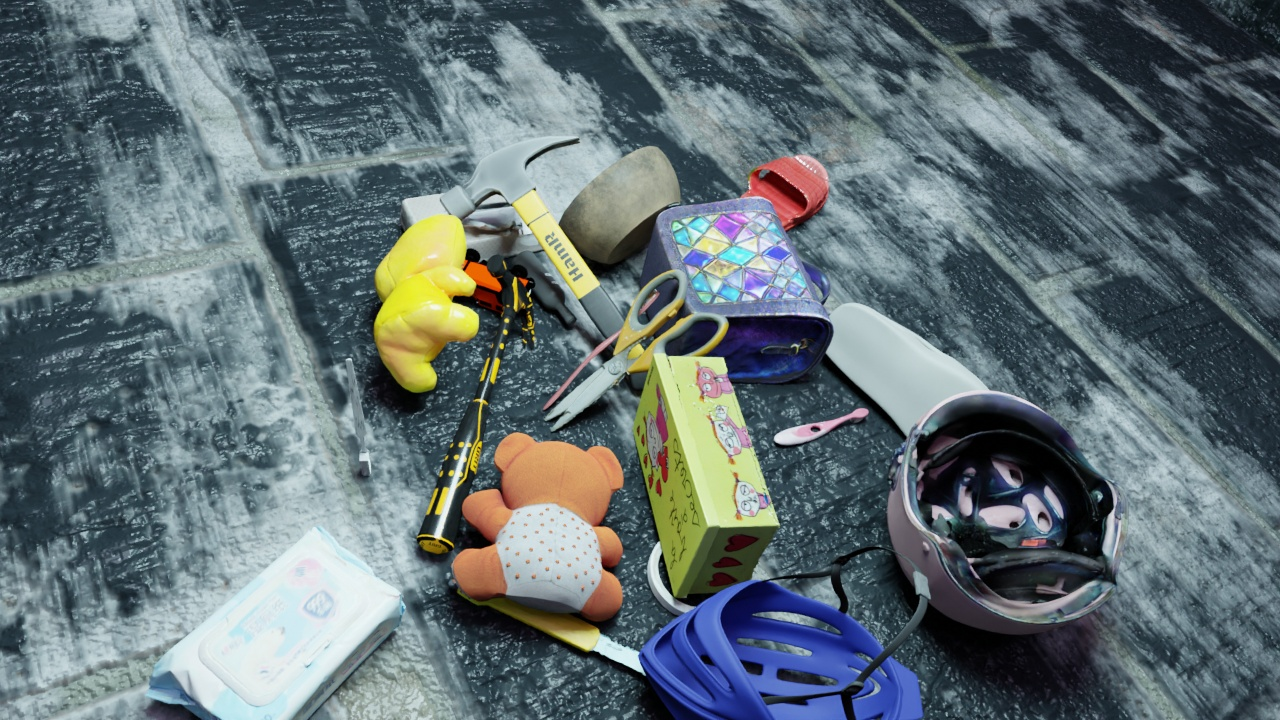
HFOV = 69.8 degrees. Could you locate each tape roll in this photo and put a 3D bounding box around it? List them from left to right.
[{"bbox_3d":[0.053,0.212,0.909,0.093,0.013,0.092,9,48,-10],"label":"tape roll"}]

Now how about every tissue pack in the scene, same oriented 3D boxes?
[{"bbox_3d":[-0.291,0.231,0.748,0.112,0.070,0.181,35,50,12],"label":"tissue pack"},{"bbox_3d":[-0.191,-0.170,1.128,0.181,0.071,0.104,-12,54,-30],"label":"tissue pack"}]

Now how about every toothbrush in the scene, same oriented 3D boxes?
[{"bbox_3d":[-0.256,0.056,0.833,0.010,0.182,0.010,-3,54,-13],"label":"toothbrush"},{"bbox_3d":[-0.046,-0.014,1.015,0.015,0.015,0.184,45,82,-14],"label":"toothbrush"},{"bbox_3d":[0.211,0.078,1.073,0.134,0.016,0.021,-14,56,-24],"label":"toothbrush"}]

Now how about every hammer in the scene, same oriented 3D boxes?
[{"bbox_3d":[-0.163,0.047,0.940,0.036,0.123,0.319,0,56,18],"label":"hammer"},{"bbox_3d":[-0.072,-0.104,1.042,0.170,0.034,0.324,-35,92,-1],"label":"hammer"}]

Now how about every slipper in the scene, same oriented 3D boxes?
[{"bbox_3d":[0.199,-0.238,1.310,0.103,0.059,0.248,36,51,15],"label":"slipper"},{"bbox_3d":[0.337,0.028,1.102,0.266,0.113,0.080,42,32,18],"label":"slipper"}]

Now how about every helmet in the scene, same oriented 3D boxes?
[{"bbox_3d":[0.133,0.239,0.767,0.241,0.228,0.147,16,38,-5],"label":"helmet"},{"bbox_3d":[0.362,0.163,0.948,0.230,0.153,0.254,6,55,-3],"label":"helmet"}]

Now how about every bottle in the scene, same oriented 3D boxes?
[{"bbox_3d":[-0.112,-0.084,1.100,0.030,0.030,0.113,-23,60,-32],"label":"bottle"}]

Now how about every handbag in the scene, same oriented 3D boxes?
[{"bbox_3d":[0.126,-0.086,1.111,0.221,0.126,0.204,-5,52,-18],"label":"handbag"}]

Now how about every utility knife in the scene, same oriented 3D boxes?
[{"bbox_3d":[-0.074,0.243,0.840,0.219,0.019,0.030,22,50,8],"label":"utility knife"}]

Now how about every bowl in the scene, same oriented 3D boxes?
[{"bbox_3d":[-0.018,-0.183,1.132,0.161,0.163,0.070,-34,82,-36],"label":"bowl"}]

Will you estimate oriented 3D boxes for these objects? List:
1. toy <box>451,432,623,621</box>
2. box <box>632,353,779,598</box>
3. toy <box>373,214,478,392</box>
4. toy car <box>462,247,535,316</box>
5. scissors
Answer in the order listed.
[{"bbox_3d":[-0.087,0.154,0.866,0.163,0.093,0.172,13,53,-10],"label":"toy"},{"bbox_3d":[0.058,0.110,0.912,0.082,0.125,0.220,2,46,-15],"label":"box"},{"bbox_3d":[-0.238,-0.065,0.970,0.087,0.135,0.193,25,33,-31],"label":"toy"},{"bbox_3d":[-0.175,-0.088,1.071,0.100,0.049,0.051,19,48,0],"label":"toy car"},{"bbox_3d":[-0.007,0.007,0.985,0.134,0.016,0.228,40,87,24],"label":"scissors"}]
